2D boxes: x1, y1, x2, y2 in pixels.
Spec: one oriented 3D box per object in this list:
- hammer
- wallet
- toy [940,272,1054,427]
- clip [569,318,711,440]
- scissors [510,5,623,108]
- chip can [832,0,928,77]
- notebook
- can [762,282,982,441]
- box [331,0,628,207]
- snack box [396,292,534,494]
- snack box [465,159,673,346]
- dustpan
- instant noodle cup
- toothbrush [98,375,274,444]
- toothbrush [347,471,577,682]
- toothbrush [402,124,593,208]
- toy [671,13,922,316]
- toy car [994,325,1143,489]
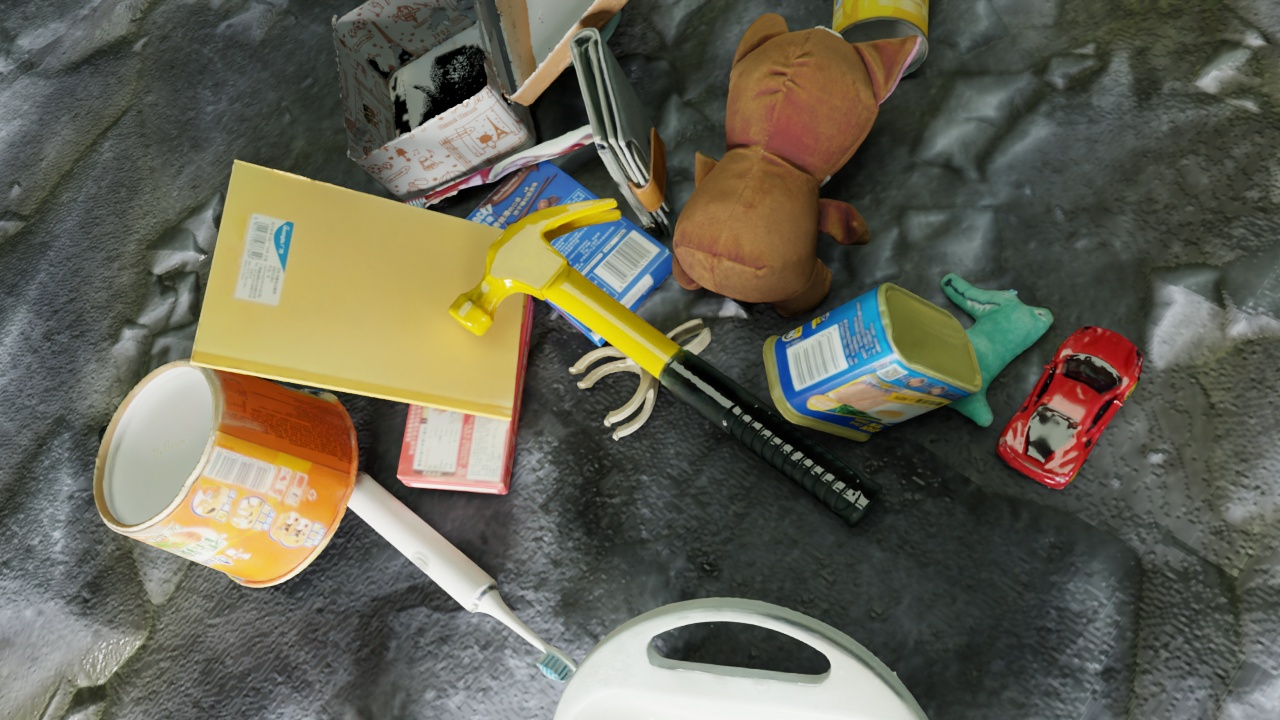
[{"bbox_3d":[0.022,0.003,0.593,0.301,0.033,0.128,37,83,13],"label":"hammer"},{"bbox_3d":[-0.004,-0.156,0.649,0.037,0.129,0.106,-19,64,13],"label":"wallet"},{"bbox_3d":[0.213,-0.014,0.581,0.092,0.030,0.096,-37,55,-5],"label":"toy"},{"bbox_3d":[-0.007,0.002,0.640,0.096,0.035,0.101,24,73,23],"label":"clip"},{"bbox_3d":[-0.099,-0.273,0.790,0.129,0.019,0.185,37,81,27],"label":"scissors"},{"bbox_3d":[0.184,-0.317,0.691,0.072,0.072,0.213,1,70,18],"label":"chip can"},{"bbox_3d":[-0.178,-0.045,0.619,0.206,0.010,0.145,12,68,-24],"label":"notebook"},{"bbox_3d":[0.137,0.003,0.540,0.083,0.102,0.057,-29,57,39],"label":"can"},{"bbox_3d":[-0.117,-0.258,0.718,0.261,0.102,0.178,-26,59,16],"label":"box"},{"bbox_3d":[-0.124,0.018,0.664,0.075,0.025,0.152,4,69,3],"label":"snack box"},{"bbox_3d":[-0.056,-0.088,0.695,0.084,0.026,0.157,-47,62,-6],"label":"snack box"},{"bbox_3d":[0.049,0.259,0.457,0.223,0.142,0.257,0,67,18],"label":"dustpan"},{"bbox_3d":[-0.291,0.073,0.640,0.152,0.111,0.151,-13,63,25],"label":"instant noodle cup"},{"bbox_3d":[-0.339,0.031,0.719,0.213,0.027,0.026,-20,73,18],"label":"toothbrush"},{"bbox_3d":[-0.126,0.144,0.623,0.221,0.027,0.026,32,46,26],"label":"toothbrush"},{"bbox_3d":[-0.112,-0.143,0.712,0.188,0.016,0.017,-20,68,9],"label":"toothbrush"},{"bbox_3d":[0.099,-0.132,0.618,0.140,0.130,0.199,19,96,21],"label":"toy"},{"bbox_3d":[0.258,0.025,0.549,0.049,0.031,0.106,34,80,25],"label":"toy car"}]
